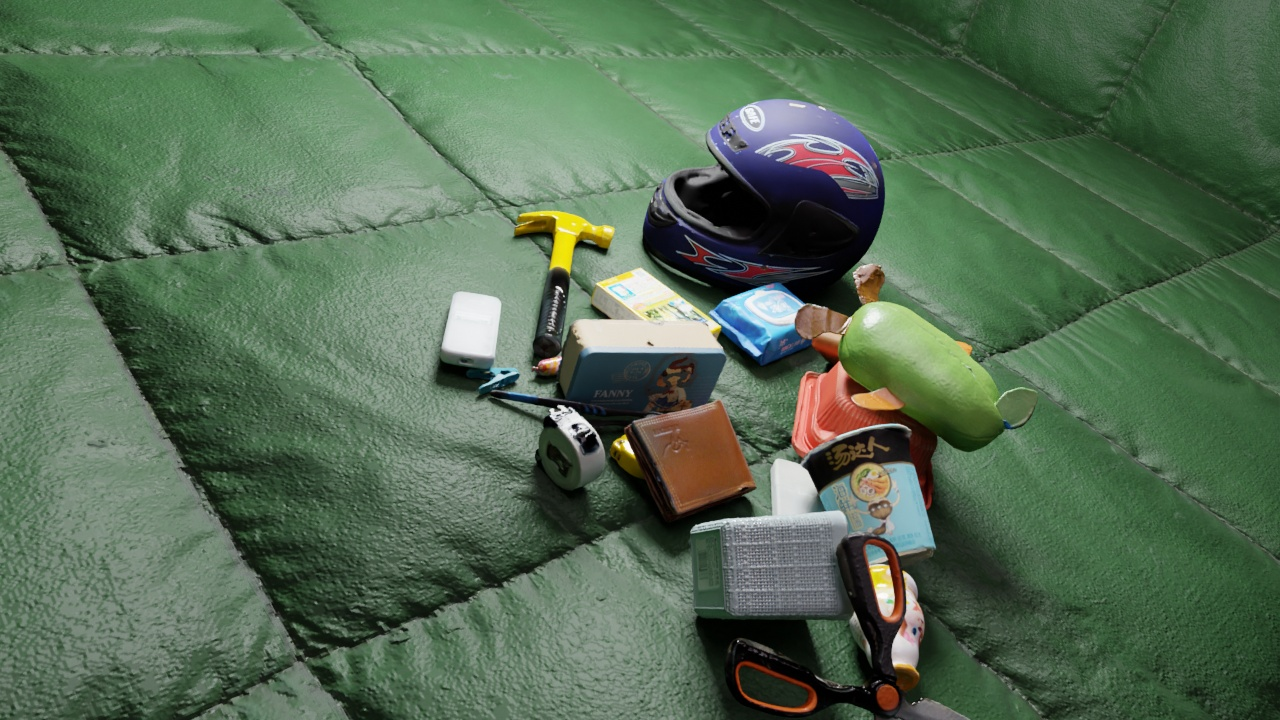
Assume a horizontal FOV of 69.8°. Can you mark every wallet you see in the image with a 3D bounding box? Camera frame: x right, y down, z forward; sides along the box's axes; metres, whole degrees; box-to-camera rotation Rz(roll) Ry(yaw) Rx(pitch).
[{"bbox_3d":[0.052,0.094,0.890,0.124,0.032,0.101,-11,68,-40],"label":"wallet"},{"bbox_3d":[0.279,0.003,1.105,0.132,0.031,0.107,22,-4,28],"label":"wallet"}]

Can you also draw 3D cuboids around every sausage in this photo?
[{"bbox_3d":[-0.054,-0.002,1.014,0.155,0.020,0.020,-13,46,-38],"label":"sausage"}]

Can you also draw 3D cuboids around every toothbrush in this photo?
[{"bbox_3d":[0.011,0.067,0.962,0.188,0.018,0.014,-2,40,-34],"label":"toothbrush"},{"bbox_3d":[-0.059,0.049,0.923,0.189,0.014,0.016,9,35,1],"label":"toothbrush"}]

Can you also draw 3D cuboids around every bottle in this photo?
[{"bbox_3d":[0.213,0.231,0.792,0.063,0.063,0.108,16,35,-6],"label":"bottle"}]

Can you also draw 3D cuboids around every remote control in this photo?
[{"bbox_3d":[-0.181,-0.034,0.985,0.056,0.020,0.135,8,30,-10],"label":"remote control"},{"bbox_3d":[0.157,0.156,0.901,0.058,0.021,0.149,18,34,-5],"label":"remote control"}]

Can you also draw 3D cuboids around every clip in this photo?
[{"bbox_3d":[-0.149,0.018,0.945,0.054,0.013,0.034,-12,47,-38],"label":"clip"}]

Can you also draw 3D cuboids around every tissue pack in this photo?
[{"bbox_3d":[0.166,-0.051,1.160,0.156,0.052,0.095,-19,51,-43],"label":"tissue pack"}]

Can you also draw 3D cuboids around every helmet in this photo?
[{"bbox_3d":[0.179,-0.233,1.252,0.315,0.241,0.247,7,35,-17],"label":"helmet"}]

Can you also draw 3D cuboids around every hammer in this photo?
[{"bbox_3d":[-0.100,-0.102,1.115,0.128,0.033,0.300,13,35,-9],"label":"hammer"}]

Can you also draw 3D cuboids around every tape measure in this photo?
[{"bbox_3d":[0.006,0.090,0.910,0.057,0.029,0.059,40,39,25],"label":"tape measure"},{"bbox_3d":[-0.065,0.085,0.849,0.033,0.066,0.066,-22,50,-39],"label":"tape measure"}]

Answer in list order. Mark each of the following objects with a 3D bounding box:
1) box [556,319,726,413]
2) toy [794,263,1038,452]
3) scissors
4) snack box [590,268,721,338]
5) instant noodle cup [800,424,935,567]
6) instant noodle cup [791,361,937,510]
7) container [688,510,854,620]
[{"bbox_3d":[-0.006,0.006,0.968,0.184,0.090,0.061,-3,42,-26],"label":"box"},{"bbox_3d":[0.286,0.005,0.973,0.226,0.090,0.246,-26,61,-38],"label":"toy"},{"bbox_3d":[0.173,0.243,0.709,0.234,0.022,0.220,11,70,-7],"label":"scissors"},{"bbox_3d":[0.018,-0.056,1.112,0.140,0.034,0.086,36,38,25],"label":"snack box"},{"bbox_3d":[0.225,0.137,0.876,0.111,0.111,0.120,-1,61,-27],"label":"instant noodle cup"},{"bbox_3d":[0.259,0.069,1.022,0.164,0.079,0.188,25,30,0],"label":"instant noodle cup"},{"bbox_3d":[0.107,0.175,0.773,0.111,0.090,0.090,3,75,-20],"label":"container"}]
